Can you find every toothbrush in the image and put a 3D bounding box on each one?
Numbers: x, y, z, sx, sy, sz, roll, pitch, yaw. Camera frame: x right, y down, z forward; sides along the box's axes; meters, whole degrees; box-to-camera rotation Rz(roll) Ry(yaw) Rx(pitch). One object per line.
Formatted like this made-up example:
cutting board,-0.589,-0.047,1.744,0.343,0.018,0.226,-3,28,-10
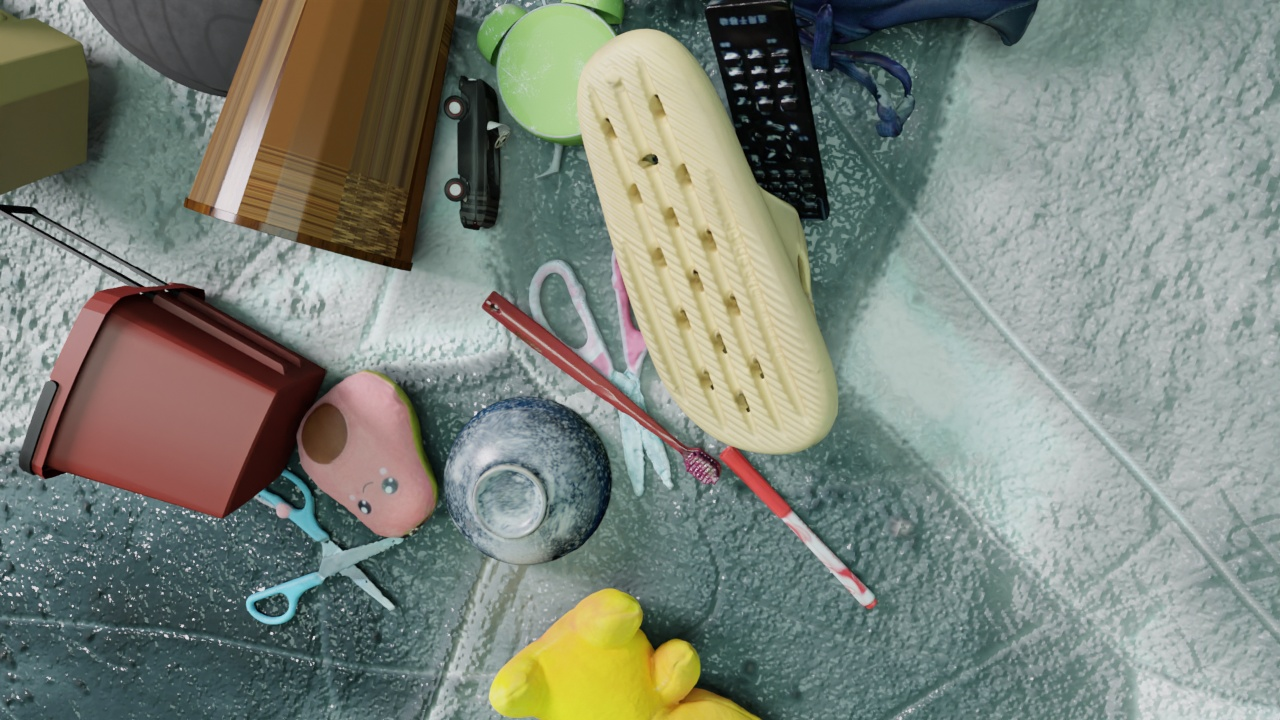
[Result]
toothbrush,-0.024,0.019,0.591,0.190,0.016,0.016,38,103,-2

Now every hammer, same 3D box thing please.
hammer,-0.407,-0.270,0.499,0.190,0.100,0.326,28,125,2

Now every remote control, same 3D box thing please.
remote control,0.076,-0.140,0.521,0.047,0.022,0.150,5,143,24

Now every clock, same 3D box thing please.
clock,-0.047,-0.182,0.565,0.094,0.042,0.119,-17,95,7

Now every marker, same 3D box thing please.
marker,0.104,0.111,0.603,0.013,0.012,0.142,-43,91,10

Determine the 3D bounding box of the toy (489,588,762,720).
toy,-0.003,0.245,0.598,0.134,0.087,0.194,-44,95,-8

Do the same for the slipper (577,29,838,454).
slipper,0.044,-0.069,0.552,0.112,0.079,0.261,-14,106,33

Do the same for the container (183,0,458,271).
container,-0.179,-0.152,0.546,0.132,0.132,0.167,17,93,4

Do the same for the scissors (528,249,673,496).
scissors,-0.025,0.013,0.606,0.103,0.016,0.179,-5,101,6

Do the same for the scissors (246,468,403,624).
scissors,-0.235,0.143,0.646,0.135,0.015,0.134,43,101,5

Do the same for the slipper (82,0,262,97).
slipper,-0.312,-0.280,0.569,0.113,0.075,0.268,-35,107,18

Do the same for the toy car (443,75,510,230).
toy car,-0.100,-0.129,0.578,0.037,0.040,0.092,1,96,5

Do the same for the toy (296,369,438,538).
toy,-0.175,0.065,0.608,0.090,0.051,0.110,-36,93,11

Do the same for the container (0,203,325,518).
container,-0.317,0.005,0.568,0.201,0.148,0.127,25,94,-6

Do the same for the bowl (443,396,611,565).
bowl,-0.079,0.085,0.597,0.114,0.060,0.114,1,99,7

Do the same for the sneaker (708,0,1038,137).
sneaker,0.086,-0.214,0.531,0.295,0.120,0.127,4,132,6
